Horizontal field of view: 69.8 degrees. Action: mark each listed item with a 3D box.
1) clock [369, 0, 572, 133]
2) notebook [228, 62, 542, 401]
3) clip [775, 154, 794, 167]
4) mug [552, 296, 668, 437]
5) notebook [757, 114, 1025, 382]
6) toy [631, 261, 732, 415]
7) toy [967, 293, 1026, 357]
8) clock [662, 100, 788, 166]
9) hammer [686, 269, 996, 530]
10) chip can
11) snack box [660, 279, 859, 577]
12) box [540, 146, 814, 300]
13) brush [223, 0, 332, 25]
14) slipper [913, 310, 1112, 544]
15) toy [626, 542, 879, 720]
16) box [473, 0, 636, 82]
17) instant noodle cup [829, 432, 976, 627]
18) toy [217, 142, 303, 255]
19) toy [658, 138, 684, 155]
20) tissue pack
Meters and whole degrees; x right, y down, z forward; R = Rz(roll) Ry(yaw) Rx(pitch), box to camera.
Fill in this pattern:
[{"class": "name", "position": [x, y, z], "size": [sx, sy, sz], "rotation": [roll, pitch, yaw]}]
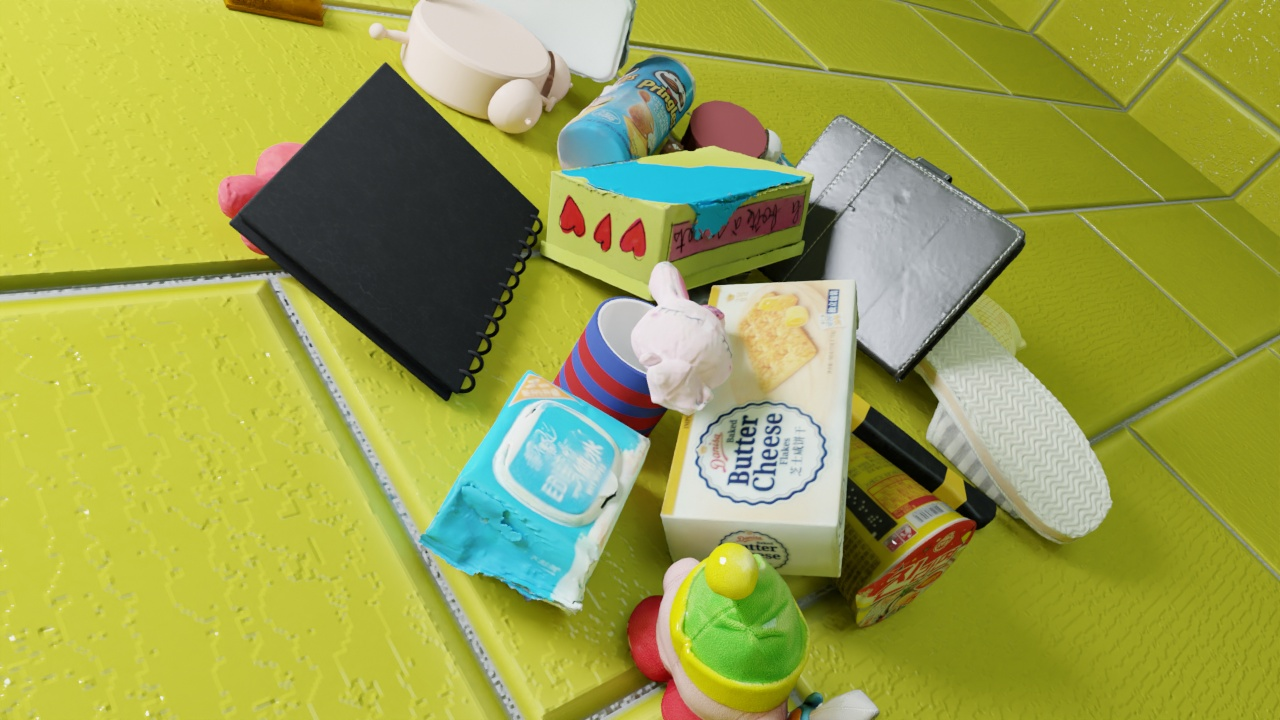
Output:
[{"class": "clock", "position": [-0.144, -0.285, 0.840], "size": [0.160, 0.086, 0.130], "rotation": [36, 36, -7]}, {"class": "notebook", "position": [-0.151, -0.095, 0.624], "size": [0.169, 0.019, 0.230], "rotation": [43, 32, -22]}, {"class": "clip", "position": [0.148, -0.219, 1.030], "size": [0.120, 0.033, 0.118], "rotation": [9, 39, -29]}, {"class": "mug", "position": [-0.004, 0.004, 0.620], "size": [0.075, 0.076, 0.111], "rotation": [40, 37, 8]}, {"class": "notebook", "position": [0.205, -0.106, 0.813], "size": [0.209, 0.169, 0.029], "rotation": [43, 6, 26]}, {"class": "toy", "position": [0.028, -0.016, 0.561], "size": [0.063, 0.047, 0.109], "rotation": [32, 33, -18]}, {"class": "toy", "position": [0.312, -0.040, 0.921], "size": [0.155, 0.065, 0.170], "rotation": [7, 39, -8]}, {"class": "clock", "position": [0.094, -0.218, 0.949], "size": [0.124, 0.044, 0.086], "rotation": [31, 56, 2]}, {"class": "hammer", "position": [0.159, 0.027, 0.759], "size": [0.324, 0.034, 0.169], "rotation": [39, 36, 4]}, {"class": "chip can", "position": [-0.013, -0.226, 0.873], "size": [0.080, 0.080, 0.228], "rotation": [33, 37, -2]}, {"class": "snack box", "position": [0.084, 0.036, 0.598], "size": [0.104, 0.057, 0.207], "rotation": [0, 46, 17]}, {"class": "box", "position": [0.036, -0.119, 0.758], "size": [0.124, 0.079, 0.220], "rotation": [23, 30, 31]}, {"class": "brush", "position": [-0.334, -0.314, 0.777], "size": [0.126, 0.017, 0.048], "rotation": [-3, 50, -39]}, {"class": "slipper", "position": [0.298, 0.037, 0.805], "size": [0.114, 0.054, 0.272], "rotation": [-25, 71, -23]}, {"class": "toy", "position": [0.046, 0.142, 0.456], "size": [0.096, 0.132, 0.124], "rotation": [6, 45, -39]}, {"class": "box", "position": [-0.108, -0.344, 0.894], "size": [0.214, 0.118, 0.062], "rotation": [25, 46, 5]}, {"class": "instant noodle cup", "position": [0.148, 0.103, 0.618], "size": [0.100, 0.101, 0.112], "rotation": [-5, 42, -40]}, {"class": "toy", "position": [-0.217, -0.106, 0.608], "size": [0.091, 0.045, 0.134], "rotation": [42, 32, 1]}, {"class": "toy", "position": [0.056, -0.182, 0.901], "size": [0.101, 0.041, 0.055], "rotation": [28, -3, -23]}, {"class": "tissue pack", "position": [-0.053, 0.072, 0.519], "size": [0.093, 0.062, 0.144], "rotation": [31, 37, -5]}]
